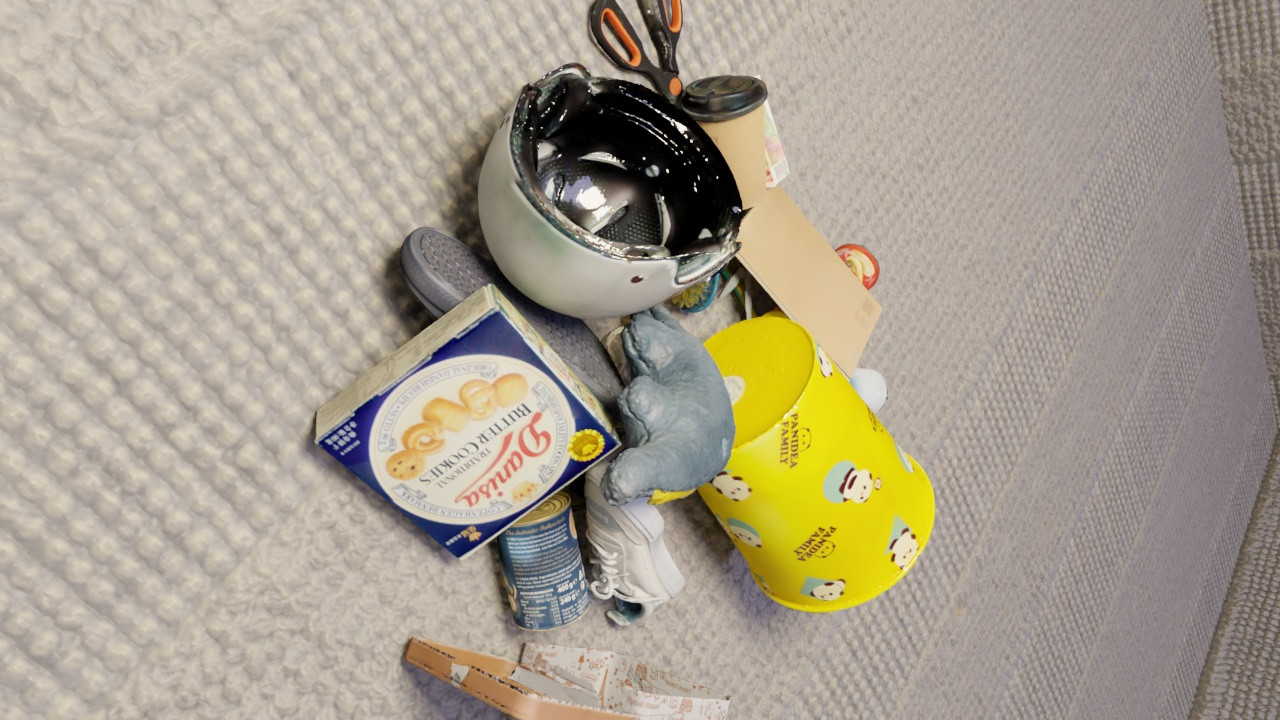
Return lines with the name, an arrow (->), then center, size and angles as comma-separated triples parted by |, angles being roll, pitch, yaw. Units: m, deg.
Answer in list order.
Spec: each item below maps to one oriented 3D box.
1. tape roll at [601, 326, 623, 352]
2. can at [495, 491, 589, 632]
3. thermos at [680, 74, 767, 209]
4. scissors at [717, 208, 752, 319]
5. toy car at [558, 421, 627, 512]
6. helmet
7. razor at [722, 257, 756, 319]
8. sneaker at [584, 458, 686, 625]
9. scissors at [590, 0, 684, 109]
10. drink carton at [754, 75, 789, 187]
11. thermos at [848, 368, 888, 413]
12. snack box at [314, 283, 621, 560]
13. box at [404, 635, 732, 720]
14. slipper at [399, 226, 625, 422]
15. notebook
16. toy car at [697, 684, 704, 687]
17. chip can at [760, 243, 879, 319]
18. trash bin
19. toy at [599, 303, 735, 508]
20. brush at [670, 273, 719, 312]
tape roll -> -0.006, 0.006, 0.949 | 0.085, 0.014, 0.085 | 17, 60, -32
can -> -0.092, 0.187, 0.857 | 0.075, 0.075, 0.111 | -22, 108, -41
thermos -> 0.097, -0.239, 0.995 | 0.092, 0.093, 0.143 | -45, 137, -32
scissors -> 0.123, -0.114, 1.059 | 0.180, 0.014, 0.159 | -32, 106, -53
toy car -> -0.036, 0.099, 0.931 | 0.157, 0.042, 0.070 | -32, 113, -35
helmet -> -0.040, -0.132, 0.823 | 0.230, 0.157, 0.273 | 48, 34, -1
razor -> 0.113, -0.077, 1.073 | 0.043, 0.028, 0.132 | -38, 115, -32
sneaker -> -0.025, 0.186, 0.894 | 0.090, 0.089, 0.242 | -41, 142, -18
scissors -> 0.017, -0.304, 0.971 | 0.204, 0.022, 0.225 | -11, 105, -43
drink carton -> 0.126, -0.260, 1.052 | 0.045, 0.054, 0.122 | -42, 120, -39
thermos -> 0.228, 0.035, 1.160 | 0.220, 0.070, 0.070 | 5, 89, -44
snack box -> -0.137, 0.057, 0.761 | 0.178, 0.045, 0.182 | -36, 123, 6
box -> -0.066, 0.306, 0.821 | 0.260, 0.177, 0.082 | 26, 74, -43
slipper -> -0.117, -0.016, 0.820 | 0.268, 0.083, 0.110 | 36, 25, -35
notebook -> 0.195, -0.095, 1.056 | 0.211, 0.012, 0.149 | 47, 46, -11
toy car -> 0.042, 0.370, 1.014 | 0.106, 0.049, 0.031 | 20, 78, -42
chip can -> 0.222, -0.072, 1.124 | 0.215, 0.073, 0.073 | -39, 118, -43
trash bin -> 0.160, 0.105, 0.984 | 0.255, 0.230, 0.229 | 51, 59, -33
toy -> 0.025, 0.039, 0.829 | 0.138, 0.092, 0.355 | 39, 24, -19
brush -> 0.064, -0.123, 1.004 | 0.073, 0.055, 0.144 | 7, 87, -66
